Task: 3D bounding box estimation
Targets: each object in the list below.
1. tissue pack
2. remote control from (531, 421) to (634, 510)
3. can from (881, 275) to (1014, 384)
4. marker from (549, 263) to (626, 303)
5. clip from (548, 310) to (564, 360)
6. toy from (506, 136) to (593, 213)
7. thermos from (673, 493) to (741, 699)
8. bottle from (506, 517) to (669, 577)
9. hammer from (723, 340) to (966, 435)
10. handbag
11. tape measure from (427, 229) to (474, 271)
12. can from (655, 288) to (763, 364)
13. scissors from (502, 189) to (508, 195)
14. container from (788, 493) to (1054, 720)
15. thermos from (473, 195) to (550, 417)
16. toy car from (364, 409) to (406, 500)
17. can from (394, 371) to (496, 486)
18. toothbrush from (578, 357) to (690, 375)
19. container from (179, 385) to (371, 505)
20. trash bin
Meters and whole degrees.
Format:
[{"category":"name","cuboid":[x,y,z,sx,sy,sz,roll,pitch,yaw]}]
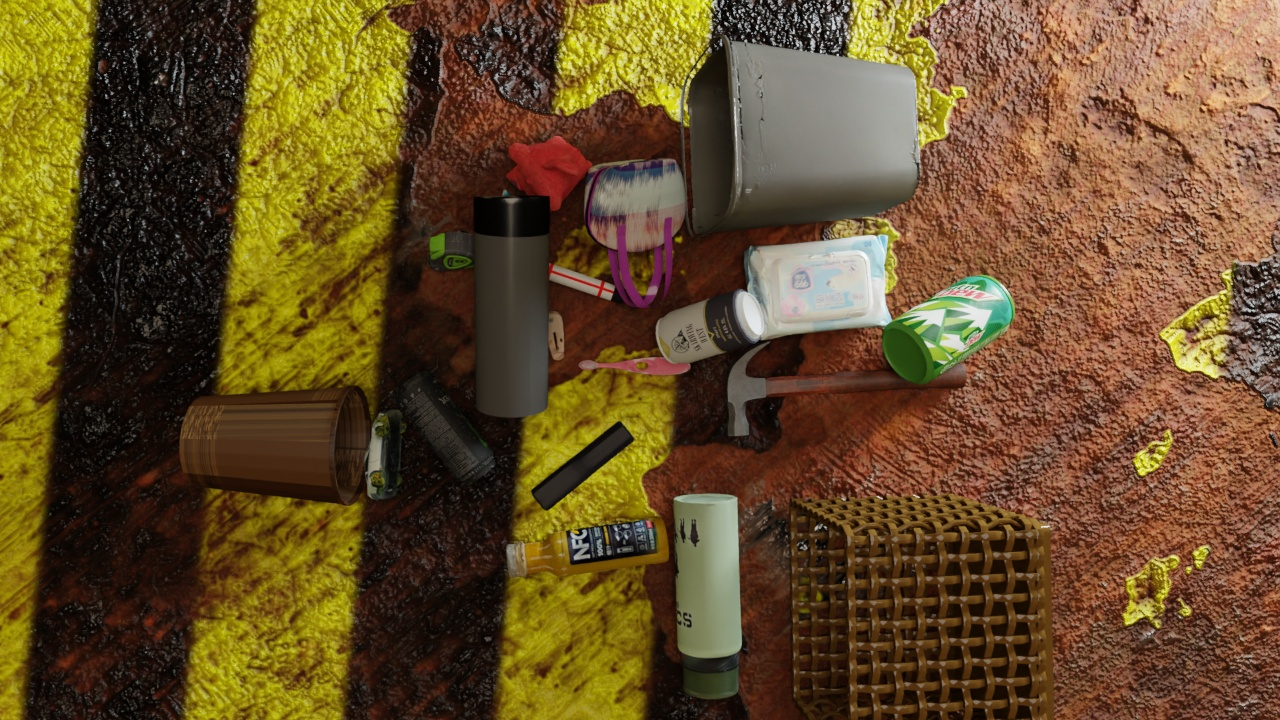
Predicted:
[{"category":"tissue pack","cuboid":[0.213,-0.087,1.093,0.182,0.070,0.112,-6,92,-6]},{"category":"remote control","cuboid":[-0.068,0.125,1.092,0.136,0.015,0.032,-38,93,-5]},{"category":"can","cuboid":[0.365,-0.039,1.089,0.144,0.083,0.083,-29,92,-20]},{"category":"marker","cuboid":[-0.088,-0.099,1.089,0.145,0.019,0.019,18,88,-5]},{"category":"clip","cuboid":[-0.100,-0.031,1.079,0.024,0.039,0.060,-12,86,-4]},{"category":"toy","cuboid":[-0.094,-0.226,1.040,0.094,0.133,0.088,-39,104,-14]},{"category":"thermos","cuboid":[0.082,0.276,1.078,0.082,0.082,0.231,-2,90,-6]},{"category":"bottle","cuboid":[-0.062,0.221,1.073,0.186,0.053,0.053,-7,90,-6]},{"category":"hammer","cuboid":[0.251,0.026,1.118,0.300,0.028,0.111,-3,91,-6]},{"category":"handbag","cuboid":[0.000,-0.145,1.065,0.144,0.068,0.170,-15,107,-34]},{"category":"tape measure","cuboid":[-0.214,-0.129,1.056,0.058,0.066,0.035,1,75,-15]},{"category":"can","cuboid":[0.075,-0.036,1.062,0.128,0.064,0.064,-17,92,31]},{"category":"scissors","cuboid":[-0.168,-0.138,1.071,0.015,0.066,0.134,-1,74,20]},{"category":"container","cuboid":[0.301,0.290,1.024,0.214,0.219,0.251,-1,90,-6]},{"category":"thermos","cuboid":[-0.143,-0.064,1.019,0.082,0.082,0.241,1,106,-6]},{"category":"toy car","cuboid":[-0.295,0.108,1.055,0.033,0.048,0.105,5,90,14]},{"category":"can","cuboid":[-0.225,0.078,1.057,0.054,0.054,0.137,-38,93,-5]},{"category":"toothbrush","cuboid":[-0.007,0.006,1.098,0.135,0.016,0.021,1,90,-5]},{"category":"container","cuboid":[-0.399,0.090,1.009,0.167,0.132,0.132,1,89,0]},{"category":"trash bin","cuboid":[0.177,-0.245,1.037,0.220,0.197,0.197,-2,88,-12]}]
